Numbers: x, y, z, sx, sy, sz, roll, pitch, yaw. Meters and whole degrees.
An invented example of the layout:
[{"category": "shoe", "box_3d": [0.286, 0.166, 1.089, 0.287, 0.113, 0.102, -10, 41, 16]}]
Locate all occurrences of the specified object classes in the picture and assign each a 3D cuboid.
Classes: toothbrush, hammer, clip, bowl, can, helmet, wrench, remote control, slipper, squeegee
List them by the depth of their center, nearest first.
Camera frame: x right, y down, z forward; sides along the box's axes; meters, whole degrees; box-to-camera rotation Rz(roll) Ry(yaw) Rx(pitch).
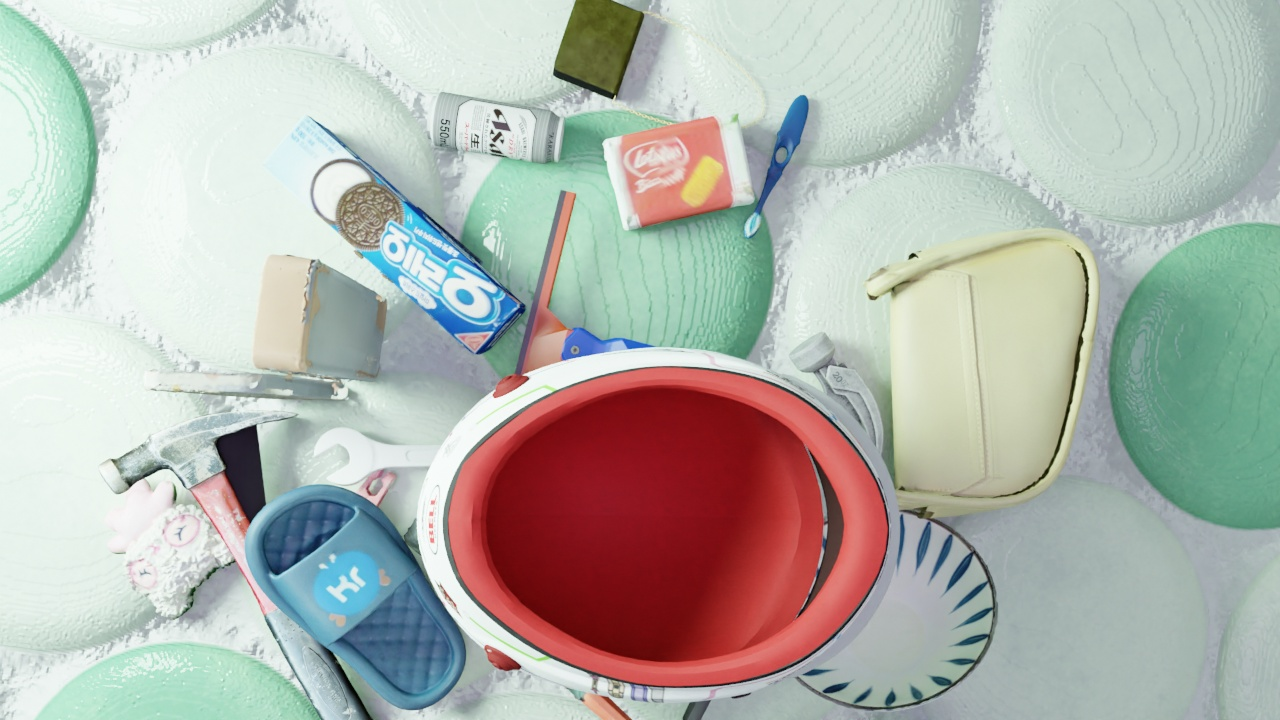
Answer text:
[{"category": "helmet", "box_3d": [0.010, 0.108, 0.628, 0.315, 0.236, 0.231, -1, 81, 12]}, {"category": "slipper", "box_3d": [-0.210, 0.184, 0.715, 0.103, 0.059, 0.214, -45, 109, -27]}, {"category": "hammer", "box_3d": [-0.062, 0.241, 0.725, 0.333, 0.133, 0.033, 41, 88, 6]}, {"category": "hammer", "box_3d": [-0.278, 0.189, 0.730, 0.140, 0.036, 0.326, -30, 99, -28]}, {"category": "bowl", "box_3d": [0.194, 0.210, 0.738, 0.177, 0.177, 0.071, -27, 131, -3]}, {"category": "can", "box_3d": [-0.118, -0.189, 0.750, 0.106, 0.044, 0.044, 9, 89, -3]}, {"category": "squeegee", "box_3d": [-0.004, 0.004, 0.751, 0.184, 0.055, 0.249, 14, 88, -14]}, {"category": "clip", "box_3d": [-0.229, 0.111, 0.755, 0.037, 0.022, 0.058, 35, 82, 2]}, {"category": "wrench", "box_3d": [-0.127, 0.078, 0.755, 0.273, 0.009, 0.047, 0, 74, -6]}, {"category": "remote control", "box_3d": [0.065, 0.253, 0.761, 0.010, 0.039, 0.124, 27, 89, 1]}, {"category": "hammer", "box_3d": [0.063, 0.118, 0.766, 0.315, 0.036, 0.126, -36, 94, -2]}, {"category": "toothbrush", "box_3d": [0.116, -0.165, 0.777, 0.021, 0.016, 0.132, 22, 89, -6]}]

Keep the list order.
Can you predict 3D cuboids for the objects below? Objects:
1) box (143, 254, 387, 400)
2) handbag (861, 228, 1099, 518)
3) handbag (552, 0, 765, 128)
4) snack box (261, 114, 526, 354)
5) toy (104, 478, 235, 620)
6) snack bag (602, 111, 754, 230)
[{"category": "box", "box_3d": [-0.252, -0.017, 0.656, 0.096, 0.216, 0.105, 12, 86, -3]}, {"category": "handbag", "box_3d": [0.273, 0.012, 0.750, 0.191, 0.088, 0.232, 1, 86, -1]}, {"category": "handbag", "box_3d": [0.020, -0.242, 0.773, 0.178, 0.027, 0.084, 19, 90, -8]}, {"category": "snack box", "box_3d": [-0.194, -0.099, 0.738, 0.226, 0.059, 0.059, 42, 91, -3]}, {"category": "toy", "box_3d": [-0.384, 0.145, 0.737, 0.109, 0.041, 0.095, 43, 88, 2]}, {"category": "snack bag", "box_3d": [0.032, -0.156, 0.760, 0.116, 0.036, 0.077, -13, 97, -3]}]
